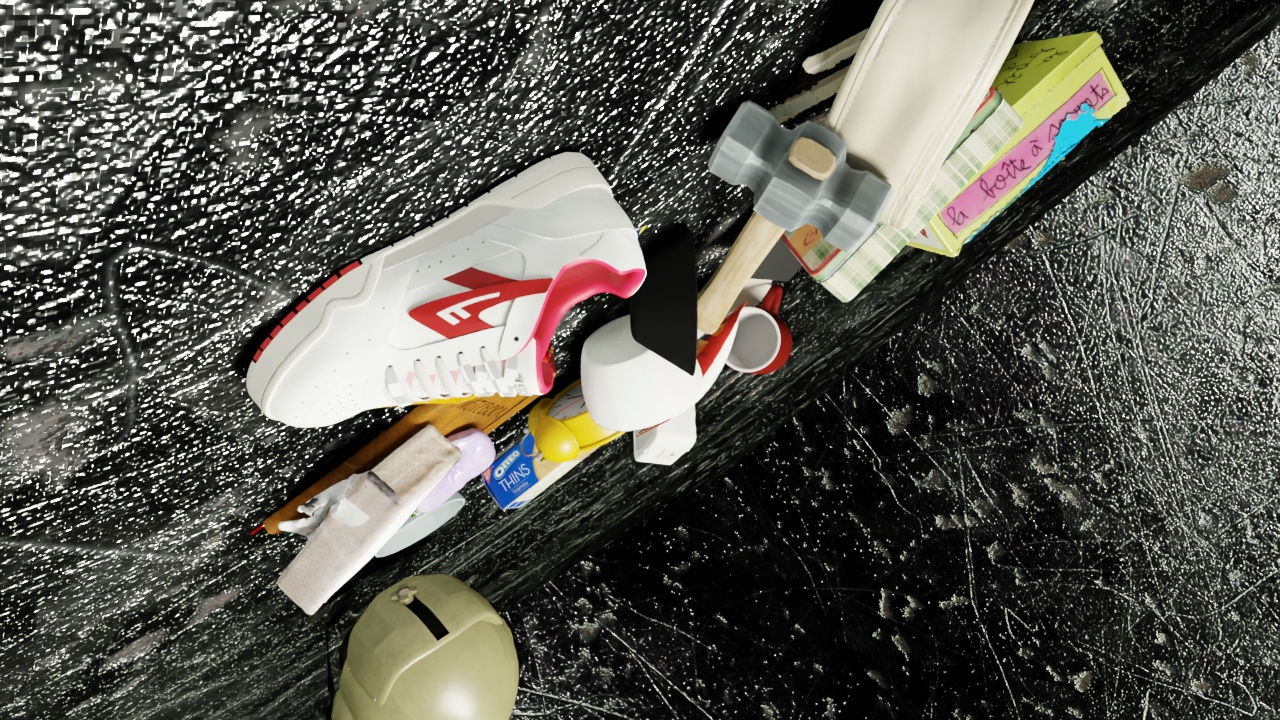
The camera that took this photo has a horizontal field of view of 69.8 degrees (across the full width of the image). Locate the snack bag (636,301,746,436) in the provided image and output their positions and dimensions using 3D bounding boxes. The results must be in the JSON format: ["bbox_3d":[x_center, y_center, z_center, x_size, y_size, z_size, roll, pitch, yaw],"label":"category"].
[{"bbox_3d":[0.052,0.014,0.944,0.143,0.039,0.131,-56,-175,-18],"label":"snack bag"}]

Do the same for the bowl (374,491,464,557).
[{"bbox_3d":[-0.240,0.160,0.962,0.106,0.039,0.106,-33,168,-9],"label":"bowl"}]

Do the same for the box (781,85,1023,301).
[{"bbox_3d":[0.216,-0.152,0.784,0.206,0.050,0.117,-47,-159,17],"label":"box"}]

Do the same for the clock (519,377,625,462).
[{"bbox_3d":[-0.057,0.053,0.944,0.152,0.052,0.113,-30,-162,-5],"label":"clock"}]

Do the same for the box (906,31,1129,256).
[{"bbox_3d":[0.326,-0.205,0.864,0.221,0.082,0.124,-43,-160,2],"label":"box"}]

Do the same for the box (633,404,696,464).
[{"bbox_3d":[-0.005,0.071,1.192,0.130,0.102,0.110,7,155,-18],"label":"box"}]

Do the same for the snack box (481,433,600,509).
[{"bbox_3d":[-0.091,0.095,1.081,0.207,0.057,0.056,-38,164,14],"label":"snack box"}]

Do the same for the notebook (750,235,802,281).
[{"bbox_3d":[0.164,-0.140,0.912,0.149,0.016,0.206,-50,163,19],"label":"notebook"}]

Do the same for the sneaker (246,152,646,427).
[{"bbox_3d":[-0.101,-0.015,0.527,0.236,0.104,0.090,-33,167,-11],"label":"sneaker"}]

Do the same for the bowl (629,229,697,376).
[{"bbox_3d":[0.017,-0.048,0.778,0.052,0.124,0.124,-1,165,-1],"label":"bowl"}]

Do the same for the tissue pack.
[{"bbox_3d":[-0.234,0.128,0.759,0.182,0.071,0.103,-42,-179,34],"label":"tissue pack"}]

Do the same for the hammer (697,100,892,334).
[{"bbox_3d":[0.087,-0.087,0.749,0.051,0.117,0.323,-59,179,-19],"label":"hammer"}]

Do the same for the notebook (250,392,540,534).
[{"bbox_3d":[-0.207,0.086,0.835,0.249,0.014,0.178,-36,168,4],"label":"notebook"}]

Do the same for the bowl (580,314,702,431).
[{"bbox_3d":[-0.005,0.005,0.859,0.116,0.116,0.066,-32,123,-16],"label":"bowl"}]

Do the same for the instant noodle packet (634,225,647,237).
[{"bbox_3d":[-0.064,-0.056,0.651,0.134,0.026,0.087,-26,172,-35],"label":"instant noodle packet"}]

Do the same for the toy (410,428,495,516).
[{"bbox_3d":[-0.179,0.100,0.840,0.099,0.036,0.080,-37,158,-16],"label":"toy"}]

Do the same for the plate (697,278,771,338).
[{"bbox_3d":[0.065,-0.045,1.031,0.188,0.027,0.189,-33,168,-9],"label":"plate"}]

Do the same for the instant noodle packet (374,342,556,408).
[{"bbox_3d":[-0.127,0.009,0.652,0.099,0.039,0.135,-17,174,20],"label":"instant noodle packet"}]

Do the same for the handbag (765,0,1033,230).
[{"bbox_3d":[0.180,-0.215,0.623,0.184,0.132,0.229,-59,173,-8],"label":"handbag"}]

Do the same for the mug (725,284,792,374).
[{"bbox_3d":[0.137,-0.037,1.048,0.106,0.073,0.082,-67,163,6],"label":"mug"}]

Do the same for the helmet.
[{"bbox_3d":[-0.272,0.383,1.159,0.249,0.255,0.234,-28,169,-36],"label":"helmet"}]
